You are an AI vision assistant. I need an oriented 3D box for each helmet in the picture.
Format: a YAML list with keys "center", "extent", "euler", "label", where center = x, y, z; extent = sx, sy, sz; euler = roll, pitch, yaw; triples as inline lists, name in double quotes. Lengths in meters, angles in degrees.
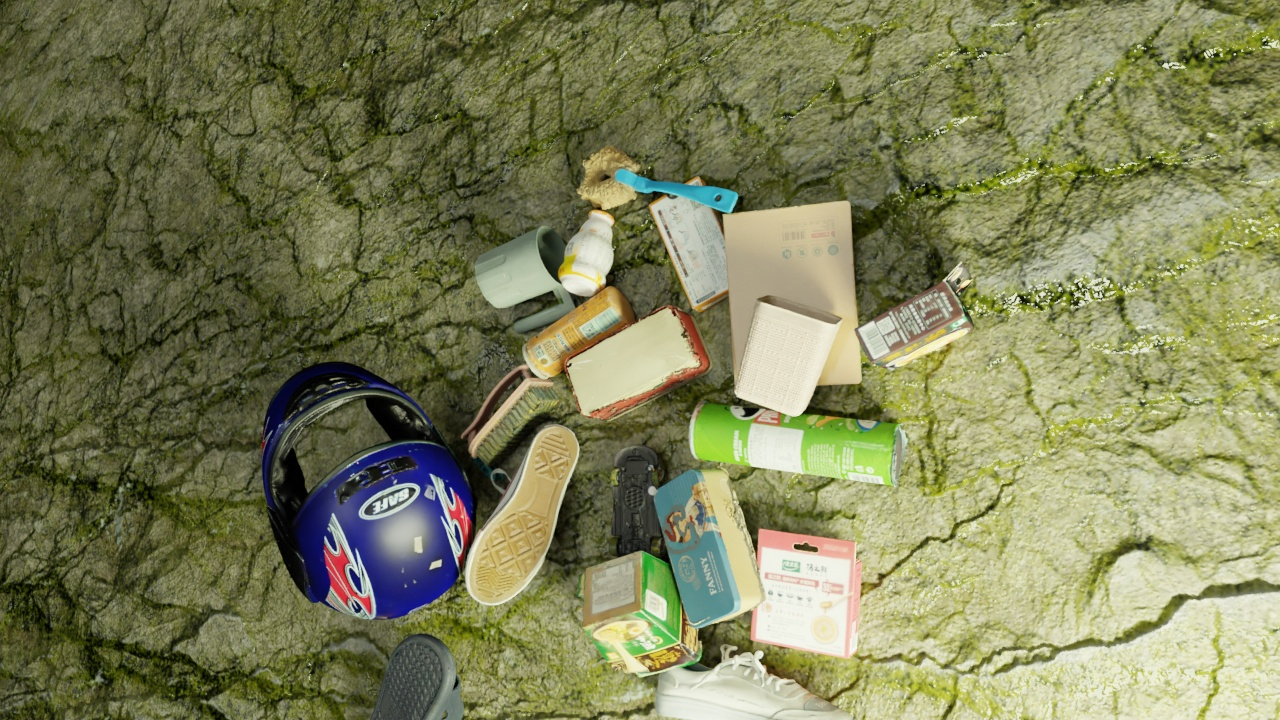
- center: [-0.331, 0.177, 1.146]
  extent: [0.240, 0.246, 0.316]
  euler: [32, 140, 45]
  label: "helmet"

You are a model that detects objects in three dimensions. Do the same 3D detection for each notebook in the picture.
- center: [0.174, -0.073, 1.059]
  extent: [0.148, 0.008, 0.207]
  euler: [-4, 94, 18]
  label: "notebook"

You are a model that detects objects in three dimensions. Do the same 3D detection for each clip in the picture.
- center: [-0.208, 0.144, 1.244]
  extent: [0.056, 0.043, 0.014]
  euler: [45, 102, 26]
  label: "clip"

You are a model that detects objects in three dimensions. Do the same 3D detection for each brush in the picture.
- center: [0.016, -0.215, 1.135]
  extent: [0.255, 0.045, 0.083]
  euler: [20, 86, 42]
  label: "brush"
- center: [-0.178, 0.075, 1.214]
  extent: [0.146, 0.063, 0.073]
  euler: [-47, 72, 16]
  label: "brush"

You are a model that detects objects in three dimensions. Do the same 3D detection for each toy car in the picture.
- center: [0.000, 0.182, 1.127]
  extent: [0.070, 0.042, 0.158]
  euler: [-2, 84, 25]
  label: "toy car"

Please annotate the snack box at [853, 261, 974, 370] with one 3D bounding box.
- center: [0.298, -0.042, 0.967]
  extent: [0.126, 0.113, 0.053]
  euler: [-29, 74, 21]
  label: "snack box"

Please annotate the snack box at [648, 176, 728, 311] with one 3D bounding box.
- center: [0.072, -0.144, 1.136]
  extent: [0.075, 0.026, 0.153]
  euler: [-28, 73, 21]
  label: "snack box"

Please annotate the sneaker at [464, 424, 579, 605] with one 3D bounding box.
- center: [-0.149, 0.196, 1.173]
  extent: [0.118, 0.088, 0.240]
  euler: [25, 74, -5]
  label: "sneaker"

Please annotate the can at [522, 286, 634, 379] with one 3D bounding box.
- center: [-0.079, -0.035, 1.180]
  extent: [0.146, 0.058, 0.058]
  euler: [-32, 72, 19]
  label: "can"

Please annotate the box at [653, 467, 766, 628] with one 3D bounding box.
- center: [0.079, 0.218, 1.050]
  extent: [0.090, 0.059, 0.184]
  euler: [-41, 55, 41]
  label: "box"

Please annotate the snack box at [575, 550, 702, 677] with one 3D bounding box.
- center: [-0.004, 0.285, 1.057]
  extent: [0.118, 0.105, 0.118]
  euler: [-23, 42, 22]
  label: "snack box"

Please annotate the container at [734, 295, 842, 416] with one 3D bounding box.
- center: [0.161, -0.005, 1.019]
  extent: [0.090, 0.090, 0.111]
  euler: [20, 103, 15]
  label: "container"

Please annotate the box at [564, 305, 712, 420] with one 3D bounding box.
- center: [-0.007, 0.006, 1.128]
  extent: [0.169, 0.080, 0.091]
  euler: [-27, 73, 21]
  label: "box"

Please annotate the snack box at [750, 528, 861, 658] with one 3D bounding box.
- center: [0.187, 0.257, 1.028]
  extent: [0.113, 0.044, 0.127]
  euler: [4, 87, 27]
  label: "snack box"

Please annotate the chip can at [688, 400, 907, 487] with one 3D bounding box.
- center: [0.175, 0.093, 1.035]
  extent: [0.236, 0.072, 0.072]
  euler: [5, 87, 26]
  label: "chip can"

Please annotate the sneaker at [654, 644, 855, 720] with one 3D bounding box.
- center: [0.128, 0.367, 1.027]
  extent: [0.243, 0.089, 0.090]
  euler: [0, 80, 32]
  label: "sneaker"

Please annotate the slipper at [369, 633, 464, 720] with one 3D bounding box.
- center: [-0.293, 0.460, 1.227]
  extent: [0.110, 0.083, 0.269]
  euler: [45, 122, 31]
  label: "slipper"

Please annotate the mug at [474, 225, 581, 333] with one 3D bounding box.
- center: [-0.147, -0.103, 1.215]
  extent: [0.104, 0.083, 0.124]
  euler: [-18, 102, 24]
  label: "mug"

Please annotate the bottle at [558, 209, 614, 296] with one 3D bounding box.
- center: [-0.064, -0.139, 1.178]
  extent: [0.063, 0.063, 0.108]
  euler: [7, 69, 26]
  label: "bottle"
